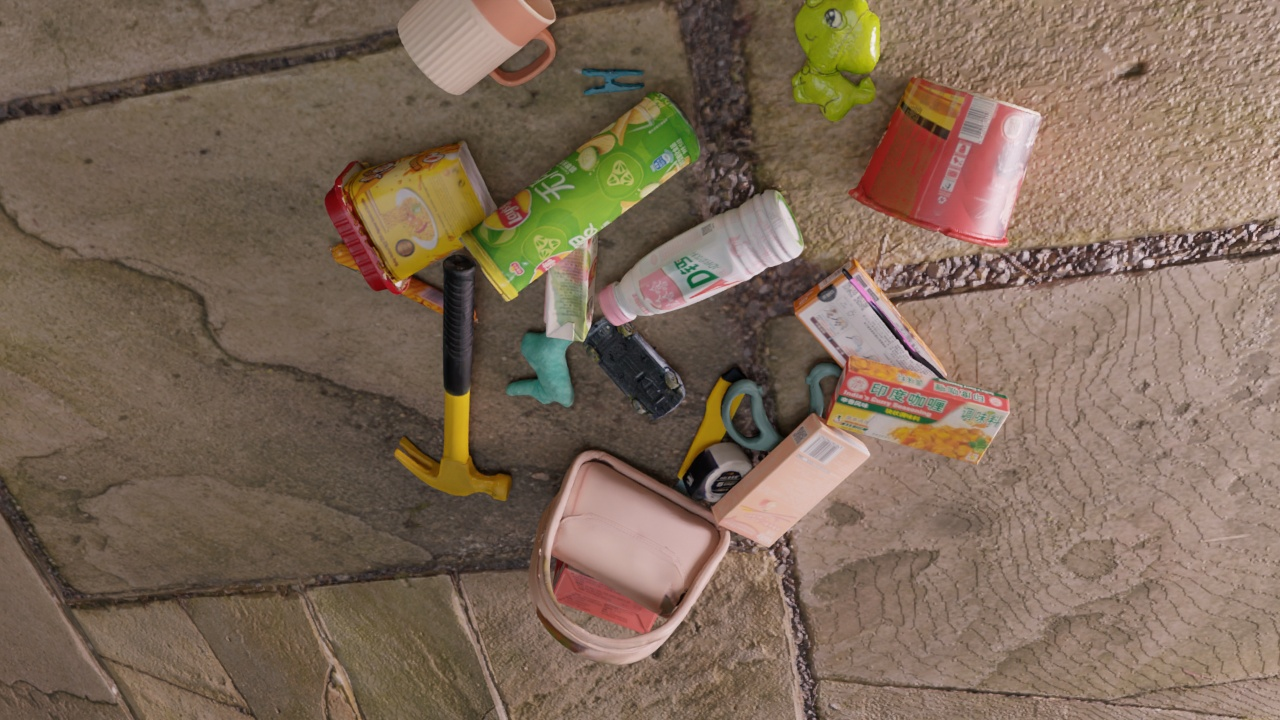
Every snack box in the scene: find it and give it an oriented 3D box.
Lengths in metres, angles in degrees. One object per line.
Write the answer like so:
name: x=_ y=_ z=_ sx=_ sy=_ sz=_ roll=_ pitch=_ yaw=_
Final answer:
snack box: x=-0.036 y=0.238 z=1.024 sx=0.113 sy=0.127 sz=0.044 roll=22 pitch=103 yaw=-7
snack box: x=0.226 y=-0.020 z=0.903 sx=0.075 sy=0.026 sz=0.154 roll=-37 pitch=110 yaw=22
snack box: x=0.158 y=0.129 z=0.969 sx=0.084 sy=0.026 sz=0.157 roll=29 pitch=115 yaw=-33
snack box: x=0.268 y=0.049 z=0.898 sx=0.156 sy=0.026 sz=0.077 roll=15 pitch=133 yaw=4

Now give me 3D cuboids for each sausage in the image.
sausage: x=-0.237 y=-0.077 z=0.925 sx=0.165 sy=0.021 sz=0.021 roll=27 pitch=118 yaw=-8

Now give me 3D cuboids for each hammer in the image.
hammer: x=-0.192 y=0.027 z=0.955 sx=0.129 sy=0.032 sz=0.301 roll=10 pitch=126 yaw=1

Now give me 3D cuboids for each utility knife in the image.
utility knife: x=0.065 y=0.094 z=0.989 sx=0.033 sy=0.015 sz=0.217 roll=22 pitch=119 yaw=-2

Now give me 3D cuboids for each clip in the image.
clip: x=-0.024 y=-0.248 z=0.812 sx=0.057 sy=0.014 sz=0.047 roll=0 pitch=117 yaw=5

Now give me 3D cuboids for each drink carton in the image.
drink carton: x=-0.068 y=-0.084 z=0.885 sx=0.045 sy=0.053 sz=0.123 roll=8 pitch=119 yaw=4

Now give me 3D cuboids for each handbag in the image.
handbag: x=-0.024 y=0.210 z=0.930 sx=0.193 sy=0.233 sz=0.094 roll=26 pitch=118 yaw=3

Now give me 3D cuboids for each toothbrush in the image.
toothbrush: x=0.248 y=-0.019 z=0.878 sx=0.018 sy=0.014 sz=0.189 roll=-34 pitch=111 yaw=31

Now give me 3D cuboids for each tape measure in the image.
tape measure: x=0.087 y=0.120 z=0.979 sx=0.065 sy=0.033 sz=0.066 roll=12 pitch=124 yaw=-35

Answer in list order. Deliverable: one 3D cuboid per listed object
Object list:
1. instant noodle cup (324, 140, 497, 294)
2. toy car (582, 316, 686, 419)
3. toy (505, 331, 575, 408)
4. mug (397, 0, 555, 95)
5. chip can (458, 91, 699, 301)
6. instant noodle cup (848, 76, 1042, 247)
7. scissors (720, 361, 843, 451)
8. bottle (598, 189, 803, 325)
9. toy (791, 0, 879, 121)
instant noodle cup: x=-0.204 y=-0.139 z=0.843 sx=0.124 sy=0.116 sz=0.116 roll=-21 pitch=115 yaw=4
toy car: x=-0.006 y=0.006 z=0.938 sx=0.054 sy=0.036 sz=0.120 roll=-40 pitch=98 yaw=24
toy: x=-0.100 y=0.011 z=0.954 sx=0.096 sy=0.030 sz=0.092 roll=-5 pitch=116 yaw=15
mug: x=-0.129 y=-0.279 z=0.776 sx=0.106 sy=0.081 sz=0.114 roll=-31 pitch=141 yaw=22
chip can: x=-0.050 y=-0.145 z=0.798 sx=0.221 sy=0.072 sz=0.072 roll=-38 pitch=110 yaw=-1
instant noodle cup: x=0.260 y=-0.167 z=0.763 sx=0.138 sy=0.137 sz=0.109 roll=16 pitch=111 yaw=-3
scissors: x=0.142 y=0.073 z=0.961 sx=0.171 sy=0.019 sz=0.177 roll=4 pitch=125 yaw=-8
bottle: x=0.051 y=-0.090 z=0.863 sx=0.197 sy=0.068 sz=0.068 roll=-24 pitch=114 yaw=21
toy: x=0.167 y=-0.259 z=0.776 sx=0.096 sy=0.031 sz=0.100 roll=28 pitch=122 yaw=-9
